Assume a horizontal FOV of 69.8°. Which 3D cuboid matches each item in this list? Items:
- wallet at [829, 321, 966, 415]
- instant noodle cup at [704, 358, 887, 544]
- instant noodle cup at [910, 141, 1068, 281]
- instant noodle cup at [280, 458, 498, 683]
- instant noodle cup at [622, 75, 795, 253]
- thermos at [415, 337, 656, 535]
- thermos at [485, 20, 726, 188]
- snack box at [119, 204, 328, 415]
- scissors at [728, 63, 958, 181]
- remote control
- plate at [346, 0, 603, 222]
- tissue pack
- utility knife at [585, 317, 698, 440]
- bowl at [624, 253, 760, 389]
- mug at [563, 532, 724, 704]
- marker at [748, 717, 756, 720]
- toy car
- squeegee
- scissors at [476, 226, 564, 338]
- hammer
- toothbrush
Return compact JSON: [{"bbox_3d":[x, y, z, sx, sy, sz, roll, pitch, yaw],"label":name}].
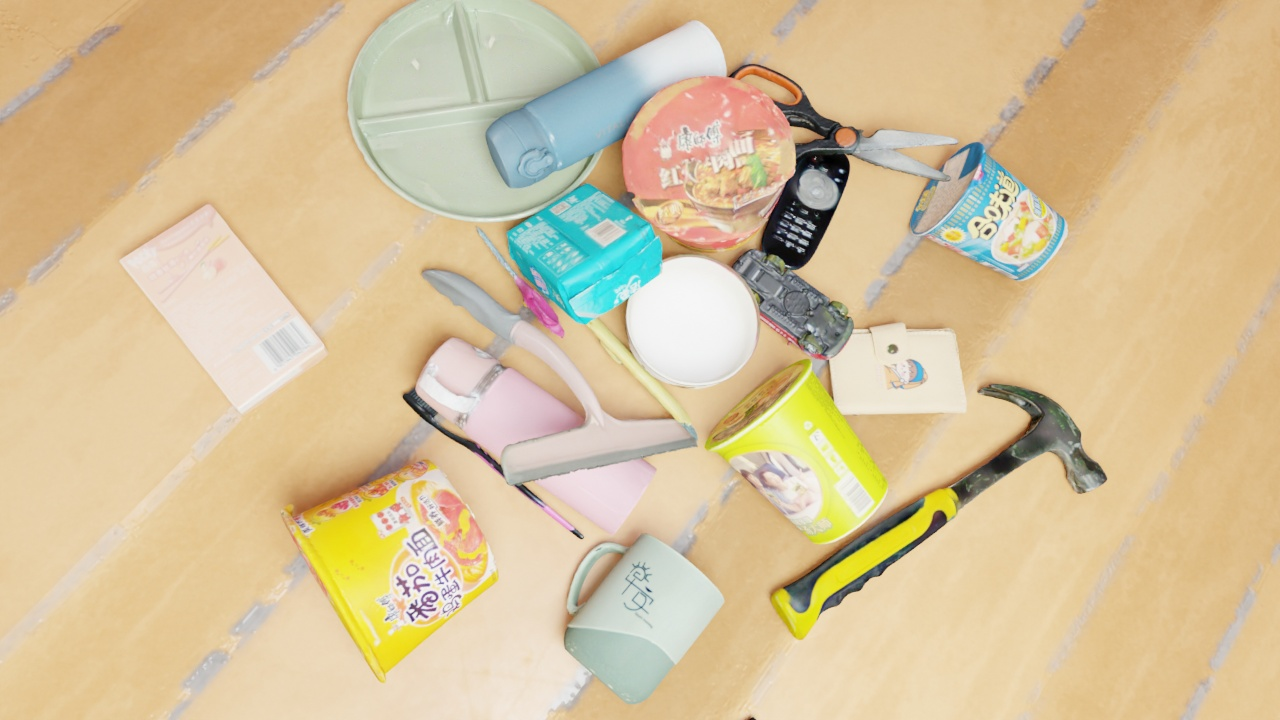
[{"bbox_3d":[0.225,0.006,0.813,0.115,0.024,0.087,-2,66,4],"label":"wallet"},{"bbox_3d":[0.134,0.081,0.751,0.111,0.112,0.123,-42,94,-16],"label":"instant noodle cup"},{"bbox_3d":[0.322,-0.128,0.839,0.110,0.099,0.099,31,73,-9],"label":"instant noodle cup"},{"bbox_3d":[-0.177,0.144,0.670,0.109,0.138,0.138,-31,83,-23],"label":"instant noodle cup"},{"bbox_3d":[0.058,-0.156,0.778,0.138,0.108,0.138,-1,84,6],"label":"instant noodle cup"},{"bbox_3d":[-0.086,0.059,0.727,0.198,0.087,0.067,35,100,-1],"label":"thermos"},{"bbox_3d":[-0.030,-0.217,0.787,0.220,0.070,0.070,-32,83,-16],"label":"thermos"},{"bbox_3d":[-0.335,-0.042,0.742,0.084,0.026,0.157,-39,84,-16],"label":"snack box"},{"bbox_3d":[0.166,-0.193,0.843,0.229,0.022,0.189,42,82,14],"label":"scissors"},{"bbox_3d":[0.151,-0.140,0.846,0.053,0.024,0.136,27,71,3],"label":"remote control"},{"bbox_3d":[-0.142,-0.226,0.819,0.230,0.027,0.230,2,76,-8],"label":"plate"},{"bbox_3d":[-0.049,-0.092,0.761,0.093,0.050,0.133,-34,41,-11],"label":"tissue pack"},{"bbox_3d":[-0.005,0.005,0.775,0.166,0.030,0.018,42,109,13],"label":"utility knife"},{"bbox_3d":[0.040,-0.027,0.780,0.113,0.062,0.113,2,75,-7],"label":"bowl"},{"bbox_3d":[-0.010,0.194,0.713,0.112,0.082,0.106,32,71,31],"label":"mug"},{"bbox_3d":[0.037,0.319,0.715,0.132,0.020,0.022,-24,110,-15],"label":"marker"},{"bbox_3d":[0.130,-0.048,0.808,0.120,0.045,0.052,37,75,7],"label":"toy car"},{"bbox_3d":[-0.093,-0.011,0.728,0.249,0.247,0.040,41,112,24],"label":"squeegee"},{"bbox_3d":[-0.105,-0.070,0.772,0.017,0.056,0.133,-39,64,0],"label":"scissors"},{"bbox_3d":[0.249,0.129,0.791,0.322,0.032,0.126,-29,82,-14],"label":"hammer"},{"bbox_3d":[-0.118,0.084,0.752,0.189,0.014,0.017,39,64,1],"label":"toothbrush"}]
